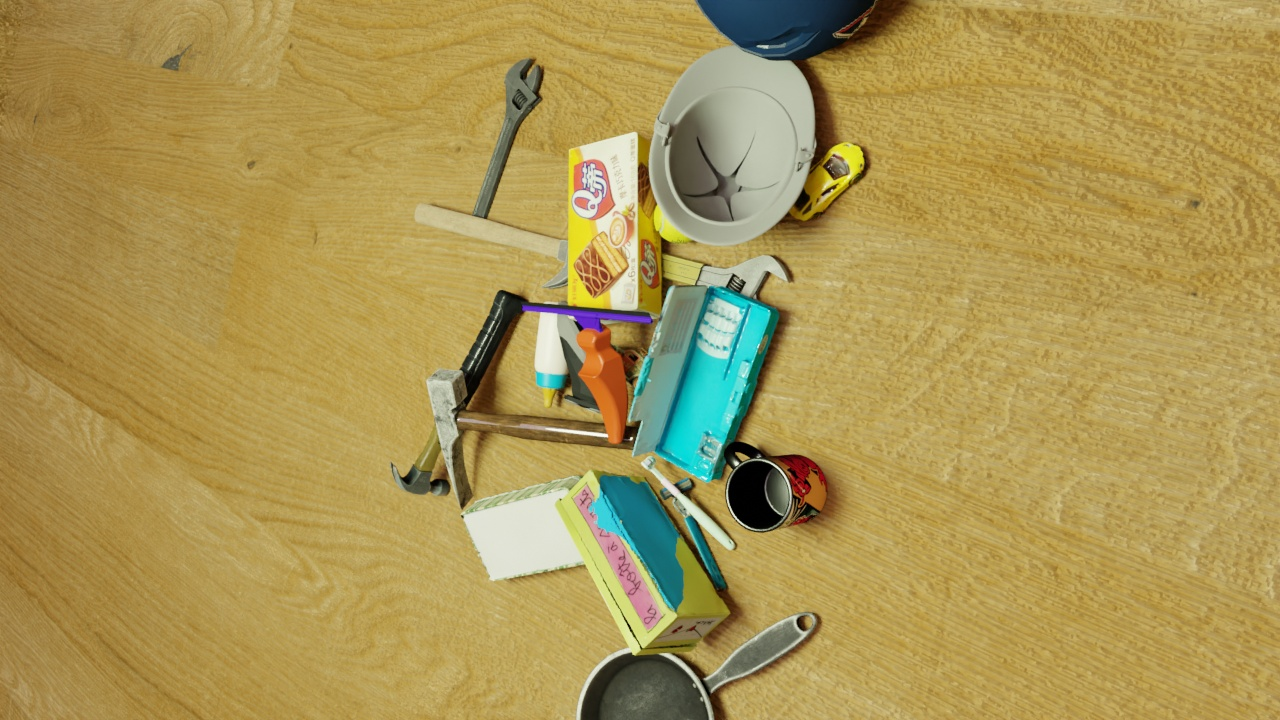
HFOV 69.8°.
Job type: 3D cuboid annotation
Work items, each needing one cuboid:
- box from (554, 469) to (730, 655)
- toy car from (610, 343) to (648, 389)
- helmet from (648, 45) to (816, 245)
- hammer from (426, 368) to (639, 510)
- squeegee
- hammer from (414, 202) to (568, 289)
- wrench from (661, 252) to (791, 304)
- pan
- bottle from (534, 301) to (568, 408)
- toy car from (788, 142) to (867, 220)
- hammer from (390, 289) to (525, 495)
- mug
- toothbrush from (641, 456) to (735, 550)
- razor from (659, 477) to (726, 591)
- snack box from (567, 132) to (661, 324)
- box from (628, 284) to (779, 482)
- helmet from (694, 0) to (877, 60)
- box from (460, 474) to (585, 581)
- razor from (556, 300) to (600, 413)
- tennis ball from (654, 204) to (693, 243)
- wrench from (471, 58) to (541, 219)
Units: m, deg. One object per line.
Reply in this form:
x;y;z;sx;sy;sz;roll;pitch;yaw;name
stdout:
-0.001;0.240;1.112;0.081;0.124;0.221;-49;57;18;box
-0.007;0.007;1.189;0.047;0.047;0.112;-47;68;-2;toy car
0.107;-0.231;1.088;0.183;0.118;0.270;13;69;7;helmet
-0.140;0.125;1.259;0.301;0.036;0.218;5;120;19;hammer
-0.046;0.016;1.145;0.250;0.055;0.185;8;116;48;squeegee
-0.211;-0.187;1.335;0.332;0.030;0.119;18;98;29;hammer
0.064;-0.116;1.164;0.274;0.018;0.083;20;99;33;wrench
0.071;0.402;1.116;0.357;0.055;0.187;-37;65;14;pan
-0.119;-0.007;1.260;0.051;0.051;0.146;8;92;34;bottle
0.214;-0.208;1.063;0.107;0.030;0.049;-43;65;23;toy car
-0.261;0.050;1.328;0.025;0.117;0.333;34;101;35;hammer
0.144;0.137;1.050;0.118;0.098;0.082;47;112;26;mug
0.060;0.177;1.134;0.155;0.022;0.015;44;136;11;toothbrush
0.071;0.220;1.143;0.042;0.022;0.144;-23;76;-7;razor
-0.034;-0.166;1.183;0.110;0.061;0.230;-5;80;32;snack box
0.064;0.030;1.084;0.098;0.121;0.227;28;108;32;box
0.176;-0.435;0.989;0.272;0.231;0.223;20;138;29;helmet
-0.143;0.231;1.251;0.206;0.049;0.117;-20;99;33;box
-0.080;-0.004;1.217;0.057;0.060;0.156;174;87;-74;razor
0.050;-0.179;1.148;0.065;0.065;0.065;-2;86;34;tennis ball
-0.205;-0.311;1.355;0.073;0.018;0.273;30;105;30;wrench
